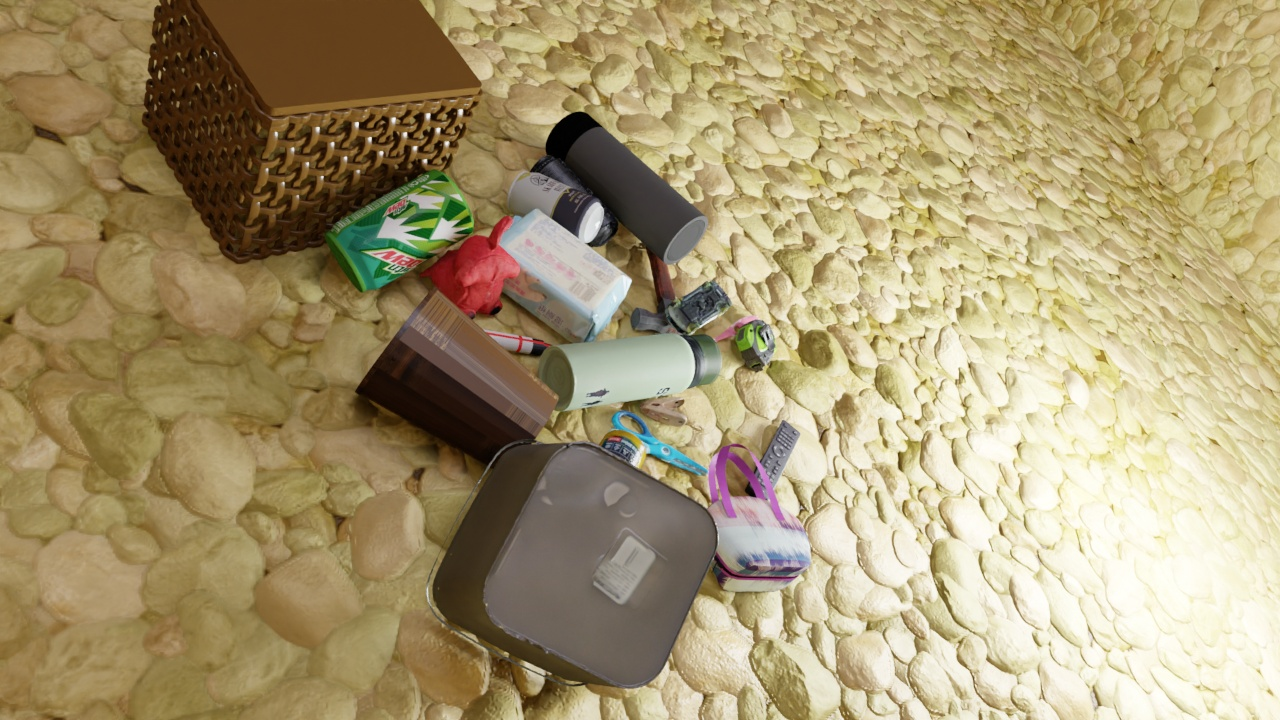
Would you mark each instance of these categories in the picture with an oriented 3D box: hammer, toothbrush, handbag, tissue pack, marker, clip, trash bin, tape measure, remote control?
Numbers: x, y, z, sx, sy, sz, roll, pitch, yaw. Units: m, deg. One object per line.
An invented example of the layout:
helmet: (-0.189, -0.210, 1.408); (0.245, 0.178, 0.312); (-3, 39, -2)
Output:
hammer: (0.020, -0.159, 1.284); (0.111, 0.028, 0.300); (9, 51, -27)
toothbrush: (0.127, -0.040, 1.266); (0.134, 0.016, 0.021); (-25, 86, -43)
handbag: (0.123, 0.174, 1.057); (0.144, 0.068, 0.169); (8, 50, -27)
tissue pack: (-0.108, -0.104, 1.126); (0.182, 0.070, 0.111); (36, 44, 0)
marker: (-0.161, -0.023, 1.059); (0.145, 0.019, 0.019); (10, 51, -27)
clip: (0.030, 0.065, 1.115); (0.060, 0.024, 0.039); (-5, 56, -25)
trash bin: (-0.056, 0.171, 0.782); (0.197, 0.220, 0.197); (30, 72, -9)
tape measure: (0.161, -0.026, 1.254); (0.058, 0.036, 0.065); (54, 43, -12)
remote control: (0.168, 0.127, 1.160); (0.032, 0.015, 0.136); (39, 44, -1)

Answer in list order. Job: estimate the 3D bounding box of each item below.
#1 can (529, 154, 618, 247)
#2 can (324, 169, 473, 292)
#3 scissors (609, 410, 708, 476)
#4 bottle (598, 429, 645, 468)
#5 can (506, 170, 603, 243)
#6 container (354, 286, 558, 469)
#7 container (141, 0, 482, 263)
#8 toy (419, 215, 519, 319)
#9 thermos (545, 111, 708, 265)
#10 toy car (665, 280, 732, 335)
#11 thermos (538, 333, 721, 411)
can: (-0.089, -0.214, 1.235); (0.137, 0.054, 0.053); (47, 44, 8)
can: (-0.264, -0.142, 1.010); (0.144, 0.083, 0.083); (-35, 77, -19)
scissors: (0.022, 0.106, 1.084); (0.135, 0.015, 0.066); (26, 43, -10)
bottle: (-0.051, 0.151, 0.968); (0.053, 0.053, 0.185); (36, 44, -4)
can: (-0.115, -0.199, 1.181); (0.127, 0.064, 0.064); (25, 42, 15)
container: (-0.180, 0.027, 0.937); (0.167, 0.133, 0.131); (37, 44, -11)
container: (-0.357, -0.279, 0.994); (0.250, 0.215, 0.219); (-23, 70, -43)
toy: (-0.194, -0.116, 1.042); (0.094, 0.133, 0.088); (47, 33, 21)
thermos: (-0.021, -0.238, 1.253); (0.240, 0.082, 0.082); (44, 43, 18)
toy car: (0.074, -0.067, 1.200); (0.105, 0.033, 0.048); (-32, 82, -39)
thermos: (-0.007, 0.006, 1.098); (0.230, 0.083, 0.082); (-8, 61, -37)
